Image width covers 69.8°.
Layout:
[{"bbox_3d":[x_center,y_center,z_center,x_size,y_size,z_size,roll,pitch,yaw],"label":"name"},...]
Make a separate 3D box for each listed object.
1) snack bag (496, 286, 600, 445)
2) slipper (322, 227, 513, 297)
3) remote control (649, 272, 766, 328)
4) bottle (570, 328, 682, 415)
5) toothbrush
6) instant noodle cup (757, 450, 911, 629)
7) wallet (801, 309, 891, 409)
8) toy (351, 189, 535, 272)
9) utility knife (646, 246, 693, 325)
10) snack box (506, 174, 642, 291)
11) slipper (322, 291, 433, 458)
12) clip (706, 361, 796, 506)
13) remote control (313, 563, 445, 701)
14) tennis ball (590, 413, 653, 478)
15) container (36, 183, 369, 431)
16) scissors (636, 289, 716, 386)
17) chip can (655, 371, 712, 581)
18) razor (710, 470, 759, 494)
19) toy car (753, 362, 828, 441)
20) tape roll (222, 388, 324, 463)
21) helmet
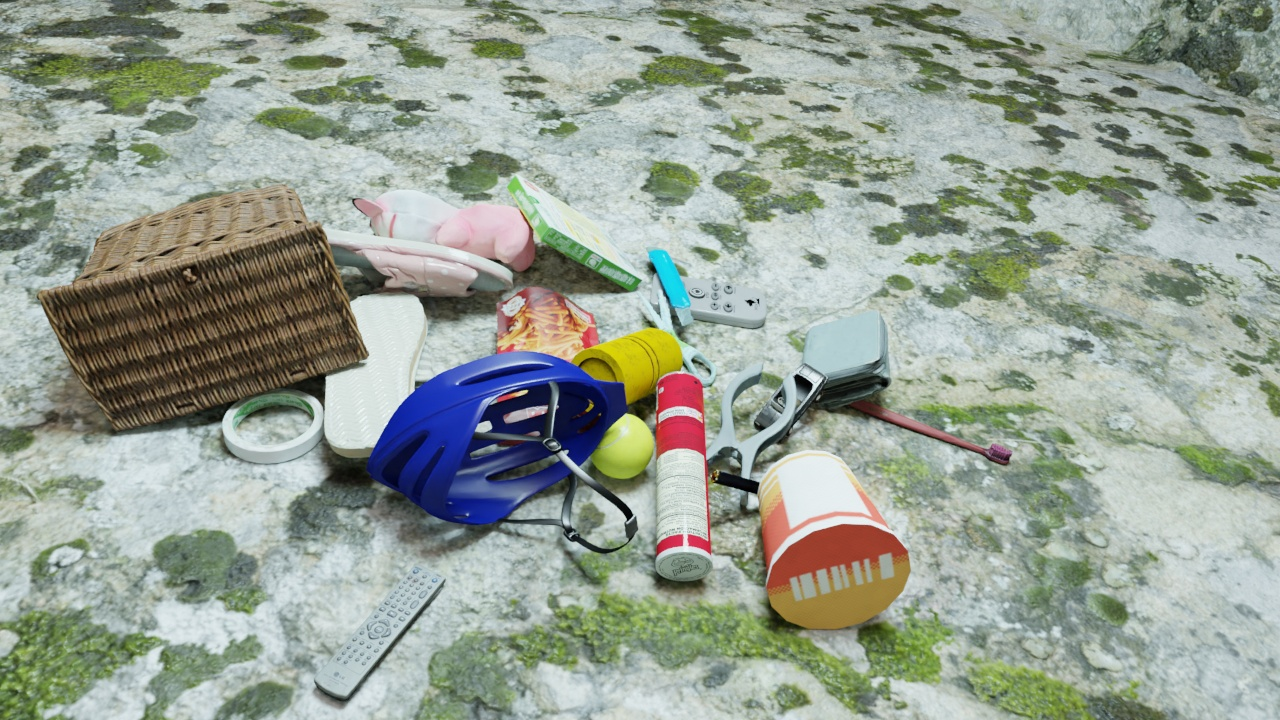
[{"bbox_3d":[-0.096,0.014,1.019,0.138,0.067,0.207,4,48,-16],"label":"snack bag"},{"bbox_3d":[-0.287,-0.107,1.080,0.274,0.114,0.054,10,80,-8],"label":"slipper"},{"bbox_3d":[0.088,-0.079,1.186,0.151,0.019,0.074,9,38,-1],"label":"remote control"},{"bbox_3d":[-0.006,0.006,0.989,0.071,0.071,0.163,28,24,22],"label":"bottle"},{"bbox_3d":[0.327,0.076,1.046,0.190,0.016,0.016,21,40,14],"label":"toothbrush"},{"bbox_3d":[0.165,0.155,0.837,0.123,0.124,0.121,4,31,-8],"label":"instant noodle cup"},{"bbox_3d":[0.243,-0.005,1.082,0.100,0.054,0.131,-13,32,22],"label":"wallet"},{"bbox_3d":[-0.240,-0.162,1.143,0.213,0.084,0.142,7,-1,2],"label":"toy"},{"bbox_3d":[0.039,-0.098,1.171,0.031,0.015,0.185,-6,37,-9],"label":"utility knife"},{"bbox_3d":[-0.084,-0.162,1.177,0.168,0.027,0.132,26,22,-43],"label":"snack box"},{"bbox_3d":[-0.276,0.013,0.964,0.114,0.054,0.272,-1,35,-8],"label":"slipper"},{"bbox_3d":[0.128,0.079,0.955,0.115,0.028,0.162,23,60,19],"label":"clip"},{"bbox_3d":[-0.211,0.220,0.751,0.033,0.013,0.136,21,40,15],"label":"remote control"},{"bbox_3d":[-0.019,0.086,0.919,0.065,0.065,0.065,6,38,-5],"label":"tennis ball"},{"bbox_3d":[-0.429,-0.071,0.927,0.249,0.162,0.183,-17,38,-12],"label":"container"},{"bbox_3d":[0.025,-0.030,1.103,0.092,0.032,0.175,-14,46,-20],"label":"scissors"},{"bbox_3d":[0.040,0.106,0.892,0.052,0.052,0.214,6,47,-5],"label":"chip can"},{"bbox_3d":[0.127,0.127,0.910,0.144,0.022,0.042,14,34,-31],"label":"razor"},{"bbox_3d":[0.167,0.043,1.014,0.040,0.037,0.092,36,78,27],"label":"toy car"},{"bbox_3d":[-0.363,0.064,0.911,0.094,0.018,0.093,6,39,-5],"label":"tape roll"},{"bbox_3d":[-0.108,0.094,0.819,0.241,0.148,0.227,-23,46,-17],"label":"helmet"}]
